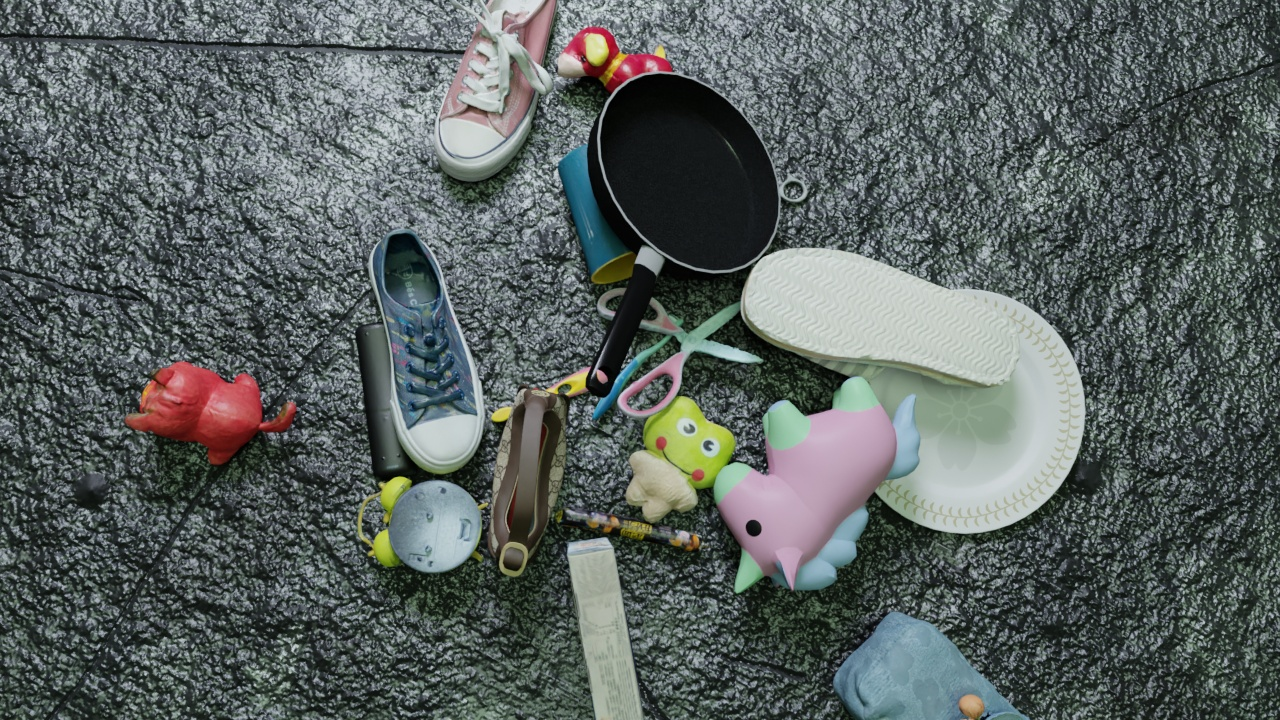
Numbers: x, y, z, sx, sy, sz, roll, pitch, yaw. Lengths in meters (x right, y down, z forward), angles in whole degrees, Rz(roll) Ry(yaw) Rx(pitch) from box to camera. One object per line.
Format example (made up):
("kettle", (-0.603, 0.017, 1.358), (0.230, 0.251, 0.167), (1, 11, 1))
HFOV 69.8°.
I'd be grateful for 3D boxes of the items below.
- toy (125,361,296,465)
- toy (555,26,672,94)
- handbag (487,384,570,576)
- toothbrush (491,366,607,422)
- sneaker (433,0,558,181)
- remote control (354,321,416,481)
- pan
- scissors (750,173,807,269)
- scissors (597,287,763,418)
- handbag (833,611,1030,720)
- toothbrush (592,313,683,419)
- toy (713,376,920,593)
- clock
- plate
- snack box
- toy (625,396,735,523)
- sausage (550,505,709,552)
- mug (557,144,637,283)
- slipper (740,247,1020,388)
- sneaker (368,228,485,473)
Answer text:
("toy", (-0.381, 0.048, 0.819), (0.133, 0.094, 0.088), (11, 81, -6))
("toy", (-0.011, -0.281, 0.921), (0.137, 0.067, 0.105), (43, 73, -7))
("handbag", (-0.102, 0.106, 0.813), (0.063, 0.138, 0.166), (12, 91, -2))
("toothbrush", (-0.082, 0.031, 0.892), (0.135, 0.016, 0.021), (-23, 83, -11))
("sneaker", (-0.137, -0.294, 0.894), (0.118, 0.088, 0.240), (17, 80, -3))
("remote control", (-0.243, 0.037, 0.871), (0.041, 0.020, 0.151), (-9, 80, -7))
("pan", (0.016, -0.112, 0.829), (0.204, 0.044, 0.354), (34, 59, -18))
("scissors", (0.100, -0.170, 0.939), (0.141, 0.014, 0.175), (-22, 83, -12))
("scissors", (0.027, -0.024, 0.894), (0.170, 0.014, 0.168), (-38, 75, -15))
("handbag", (0.280, 0.327, 0.834), (0.121, 0.119, 0.192), (-43, 93, -10))
("toothbrush", (-0.005, 0.005, 0.900), (0.017, 0.022, 0.135), (39, 76, 10))
("toy", (0.171, 0.116, 0.851), (0.222, 0.120, 0.171), (-18, 78, -3))
("clock", (-0.199, 0.150, 0.840), (0.119, 0.057, 0.083), (7, 82, -5))
("plate", (0.323, 0.051, 0.917), (0.242, 0.016, 0.242), (0, 90, -3))
("snack box", (-0.033, 0.232, 0.801), (0.042, 0.145, 0.144), (-10, 83, -6))
("toy", (0.032, 0.099, 0.879), (0.092, 0.043, 0.117), (40, 82, 0))
("sausage", (-0.010, 0.161, 0.877), (0.155, 0.020, 0.020), (13, 81, -4))
("mug", (-0.033, -0.146, 0.894), (0.078, 0.078, 0.121), (-20, 79, -8))
("slipper", (0.229, -0.036, 0.878), (0.272, 0.054, 0.114), (12, 83, -4))
("sneaker", (-0.195, -0.014, 0.846), (0.087, 0.079, 0.235), (-12, 81, -22))
